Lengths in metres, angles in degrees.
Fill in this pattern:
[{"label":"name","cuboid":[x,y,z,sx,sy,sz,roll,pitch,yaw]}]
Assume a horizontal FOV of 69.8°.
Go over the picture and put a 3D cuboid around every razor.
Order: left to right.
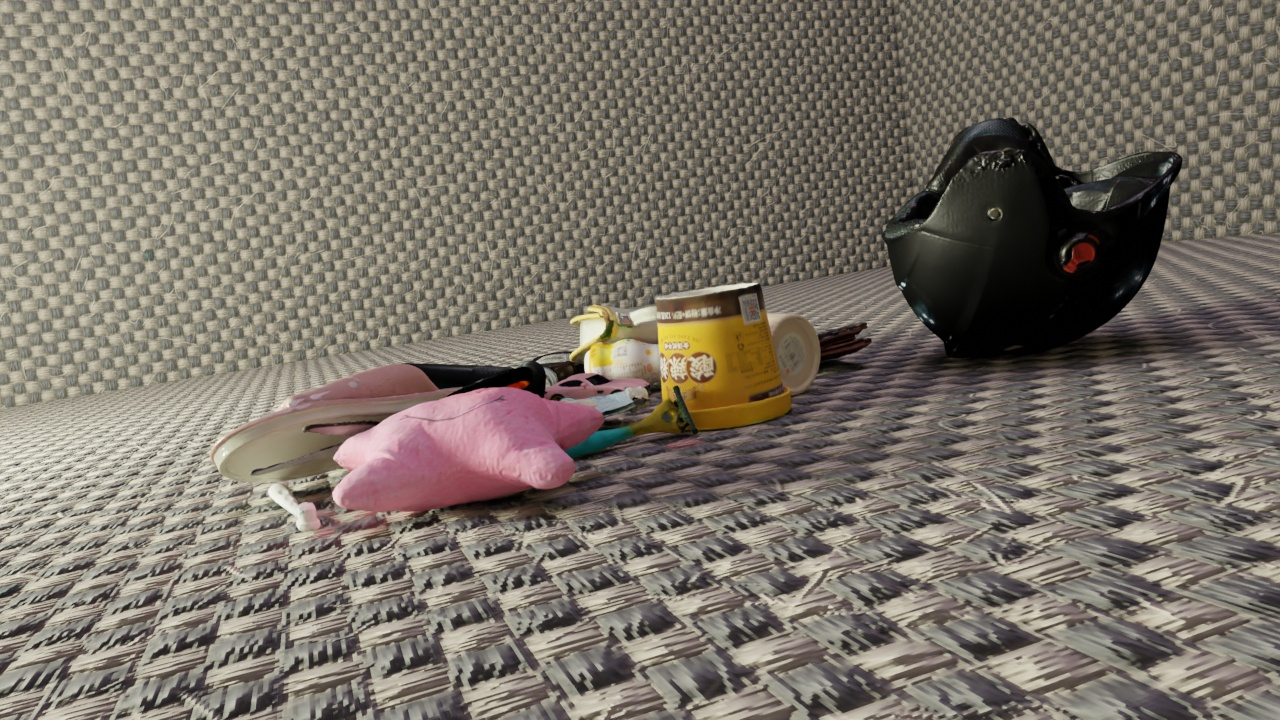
[{"label":"razor","cuboid":[-0.171,0.024,0.917,0.167,0.062,0.068,7,1,-41]},{"label":"razor","cuboid":[-0.019,0.058,0.736,0.132,0.043,0.028,-16,-16,-23]}]

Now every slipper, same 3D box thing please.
[{"label":"slipper","cuboid":[-0.236,0.047,0.791,0.114,0.054,0.273,-41,-20,33]}]

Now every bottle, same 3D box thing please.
[{"label":"bottle","cuboid":[-0.116,0.022,1.132,0.080,0.044,0.194,-8,7,5]},{"label":"bottle","cuboid":[-0.006,0.006,1.039,0.108,0.063,0.063,-7,6,9]}]

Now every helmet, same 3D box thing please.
[{"label":"helmet","cuboid":[0.385,-0.120,0.915,0.275,0.230,0.232,-7,21,22]}]

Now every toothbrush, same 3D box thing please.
[{"label":"toothbrush","cuboid":[-0.259,0.104,0.679,0.016,0.016,0.180,-8,4,-28]}]

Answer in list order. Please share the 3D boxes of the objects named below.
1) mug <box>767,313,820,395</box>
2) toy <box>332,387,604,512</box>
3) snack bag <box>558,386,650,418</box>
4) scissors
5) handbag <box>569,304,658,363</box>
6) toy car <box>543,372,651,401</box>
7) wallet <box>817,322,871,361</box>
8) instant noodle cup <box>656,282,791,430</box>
[{"label":"mug","cuboid":[0.123,-0.001,0.917,0.114,0.081,0.106,25,-14,-37]},{"label":"toy","cuboid":[-0.125,0.058,0.641,0.195,0.074,0.178,-8,14,7]},{"label":"snack bag","cuboid":[-0.077,0.053,0.804,0.111,0.039,0.190,-17,0,34]},{"label":"scissors","cuboid":[-0.183,0.048,0.726,0.228,0.021,0.221,-25,-12,-6]},{"label":"handbag","cuboid":[0.017,-0.040,1.096,0.163,0.063,0.179,5,-16,-29]},{"label":"toy car","cuboid":[-0.048,0.032,0.985,0.122,0.037,0.056,-4,9,23]},{"label":"wallet","cuboid":[0.189,-0.011,1.027,0.101,0.032,0.125,-13,-5,-9]},{"label":"instant noodle cup","cuboid":[0.068,-0.006,0.808,0.118,0.114,0.118,-8,7,1]}]
